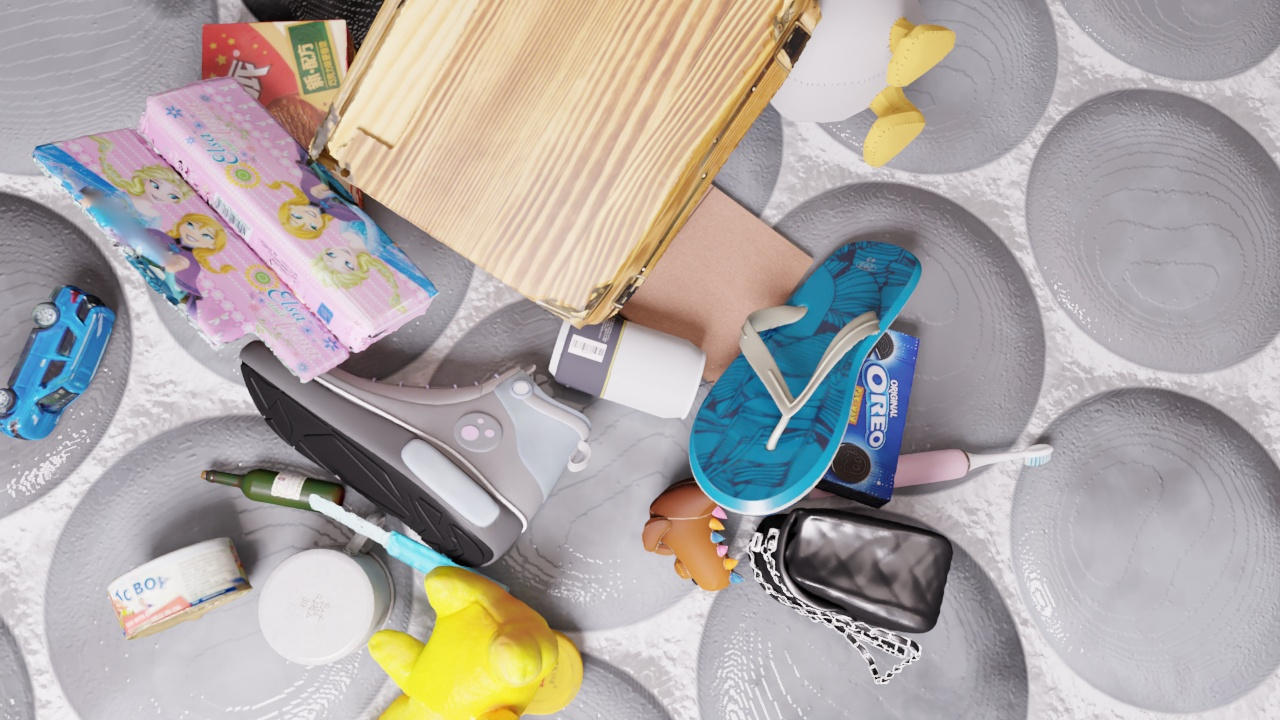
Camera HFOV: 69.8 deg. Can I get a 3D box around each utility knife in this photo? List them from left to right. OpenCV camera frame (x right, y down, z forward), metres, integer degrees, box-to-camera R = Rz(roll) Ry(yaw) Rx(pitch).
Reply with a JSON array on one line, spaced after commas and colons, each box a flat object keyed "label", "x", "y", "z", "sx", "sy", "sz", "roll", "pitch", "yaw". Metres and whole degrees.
[{"label": "utility knife", "x": -0.168, "y": 0.139, "z": 0.674, "sx": 0.169, "sy": 0.015, "sz": 0.022, "roll": 38, "pitch": 80, "yaw": -24}]

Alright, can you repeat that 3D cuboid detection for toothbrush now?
[{"label": "toothbrush", "x": 0.236, "y": 0.089, "z": 0.756, "sx": 0.222, "sy": 0.027, "sz": 0.027, "roll": -6, "pitch": 122, "yaw": -7}]

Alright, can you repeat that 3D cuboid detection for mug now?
[{"label": "mug", "x": -0.222, "y": 0.163, "z": 0.671, "sx": 0.084, "sy": 0.070, "sz": 0.113, "roll": 25, "pitch": 79, "yaw": -1}]

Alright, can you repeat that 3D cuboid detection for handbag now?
[{"label": "handbag", "x": 0.140, "y": 0.167, "z": 0.670, "sx": 0.125, "sy": 0.154, "sz": 0.114, "roll": 17, "pitch": 81, "yaw": 3}]

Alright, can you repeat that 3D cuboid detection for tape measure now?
[{"label": "tape measure", "x": -0.072, "y": 0.233, "z": 0.692, "sx": 0.059, "sy": 0.030, "sz": 0.068, "roll": 6, "pitch": 81, "yaw": -5}]

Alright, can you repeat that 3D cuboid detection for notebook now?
[{"label": "notebook", "x": 0.024, "y": -0.093, "z": 0.779, "sx": 0.209, "sy": 0.008, "sz": 0.141, "roll": 37, "pitch": 77, "yaw": 2}]

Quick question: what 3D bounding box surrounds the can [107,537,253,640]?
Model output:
[{"label": "can", "x": -0.326, "y": 0.162, "z": 0.651, "sx": 0.086, "sy": 0.086, "sz": 0.043, "roll": -24, "pitch": 82, "yaw": -10}]

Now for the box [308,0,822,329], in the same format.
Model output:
[{"label": "box", "x": -0.042, "y": -0.196, "z": 0.648, "sx": 0.247, "sy": 0.175, "sz": 0.279, "roll": 37, "pitch": 105, "yaw": 3}]

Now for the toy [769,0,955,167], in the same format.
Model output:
[{"label": "toy", "x": 0.133, "y": -0.282, "z": 0.770, "sx": 0.246, "sy": 0.141, "sz": 0.267, "roll": -31, "pitch": 58, "yaw": -28}]

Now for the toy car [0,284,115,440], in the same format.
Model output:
[{"label": "toy car", "x": -0.438, "y": 0.003, "z": 0.687, "sx": 0.043, "sy": 0.056, "sz": 0.120, "roll": 19, "pitch": 76, "yaw": -3}]

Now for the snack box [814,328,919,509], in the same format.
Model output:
[{"label": "snack box", "x": 0.174, "y": 0.038, "z": 0.743, "sx": 0.082, "sy": 0.027, "sz": 0.150, "roll": 16, "pitch": 65, "yaw": 1}]

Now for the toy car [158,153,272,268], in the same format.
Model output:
[{"label": "toy car", "x": -0.318, "y": -0.097, "z": 0.662, "sx": 0.047, "sy": 0.047, "sz": 0.112, "roll": -43, "pitch": 87, "yaw": 10}]

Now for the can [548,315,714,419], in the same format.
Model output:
[{"label": "can", "x": -0.004, "y": 0.004, "z": 0.728, "sx": 0.127, "sy": 0.064, "sz": 0.064, "roll": 18, "pitch": 77, "yaw": -2}]

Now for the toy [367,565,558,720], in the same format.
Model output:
[{"label": "toy", "x": -0.132, "y": 0.246, "z": 0.643, "sx": 0.134, "sy": 0.087, "sz": 0.194, "roll": 25, "pitch": 96, "yaw": 31}]

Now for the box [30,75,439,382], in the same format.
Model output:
[{"label": "box", "x": -0.269, "y": -0.092, "z": 0.628, "sx": 0.230, "sy": 0.035, "sz": 0.159, "roll": 46, "pitch": 41, "yaw": 2}]

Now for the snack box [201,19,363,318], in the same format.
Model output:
[{"label": "snack box", "x": -0.283, "y": -0.150, "z": 0.730, "sx": 0.113, "sy": 0.060, "sz": 0.236, "roll": -3, "pitch": 79, "yaw": -5}]

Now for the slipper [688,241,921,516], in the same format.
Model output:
[{"label": "slipper", "x": 0.125, "y": -0.011, "z": 0.702, "sx": 0.118, "sy": 0.060, "sz": 0.294, "roll": 13, "pitch": 51, "yaw": 37}]

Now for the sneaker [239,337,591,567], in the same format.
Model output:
[{"label": "sneaker", "x": -0.167, "y": 0.032, "z": 0.703, "sx": 0.257, "sy": 0.093, "sz": 0.160, "roll": 34, "pitch": 54, "yaw": 14}]

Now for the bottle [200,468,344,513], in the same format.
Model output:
[{"label": "bottle", "x": -0.281, "y": 0.097, "z": 0.700, "sx": 0.106, "sy": 0.025, "sz": 0.025, "roll": 11, "pitch": 78, "yaw": -4}]

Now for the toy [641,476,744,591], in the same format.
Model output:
[{"label": "toy", "x": 0.056, "y": 0.131, "z": 0.694, "sx": 0.070, "sy": 0.103, "sz": 0.090, "roll": -36, "pitch": 101, "yaw": -48}]
